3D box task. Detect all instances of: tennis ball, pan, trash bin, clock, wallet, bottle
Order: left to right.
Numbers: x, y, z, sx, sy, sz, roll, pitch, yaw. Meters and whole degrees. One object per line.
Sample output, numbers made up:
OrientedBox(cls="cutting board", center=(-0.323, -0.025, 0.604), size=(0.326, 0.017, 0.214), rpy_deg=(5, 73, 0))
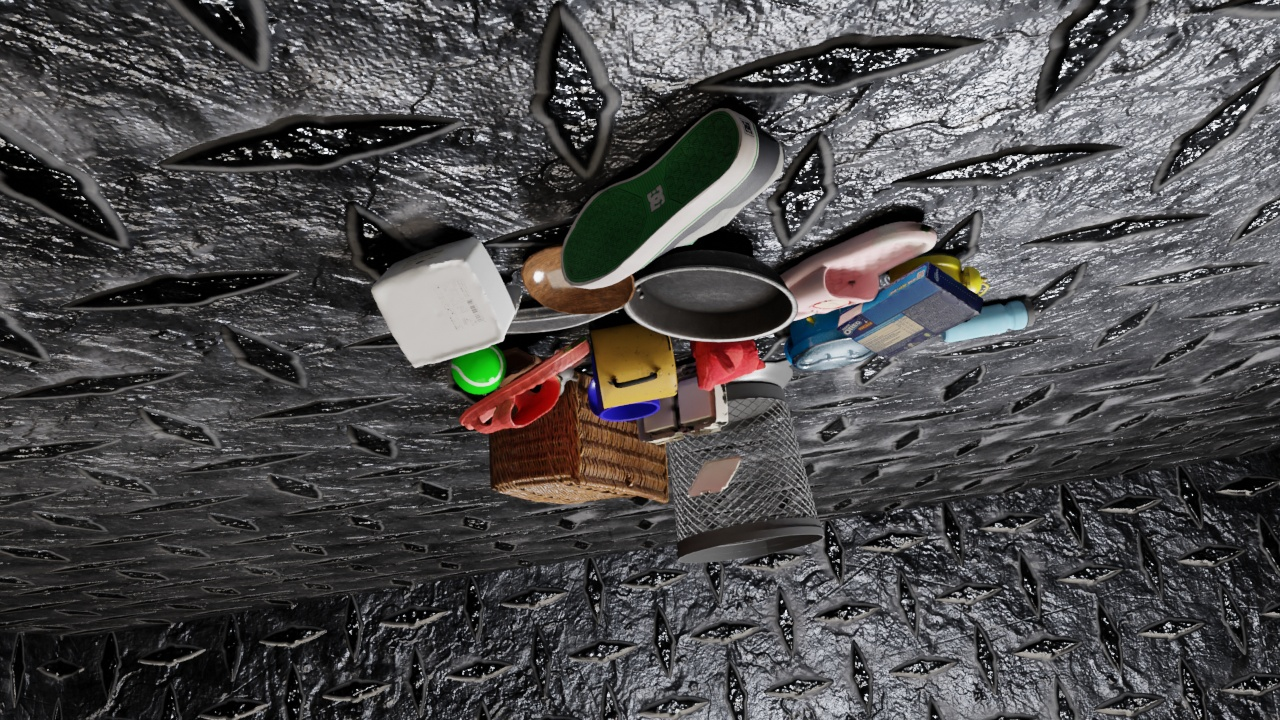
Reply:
OrientedBox(cls="tennis ball", center=(-0.192, 0.008, 1.094), size=(0.065, 0.065, 0.065), rpy_deg=(-8, 161, -3))
OrientedBox(cls="wallet", center=(-0.171, 0.012, 1.192), size=(0.087, 0.013, 0.121), rpy_deg=(-15, 162, 16))
OrientedBox(cls="pan", center=(-0.008, -0.061, 1.005), size=(0.357, 0.055, 0.187), rpy_deg=(0, 158, 12))
OrientedBox(cls="trash bin", center=(0.146, 0.172, 1.390), size=(0.218, 0.227, 0.218), rpy_deg=(-8, 161, -3))
OrientedBox(cls="pan", center=(0.186, 0.026, 1.379), size=(0.356, 0.024, 0.216), rpy_deg=(-25, 155, 38))
OrientedBox(cls="clock", center=(0.249, -0.026, 1.209), size=(0.117, 0.060, 0.162), rpy_deg=(-9, 162, -4))
OrientedBox(cls="clock", center=(0.349, -0.087, 1.078), size=(0.118, 0.057, 0.083), rpy_deg=(0, 159, -8))
OrientedBox(cls="bottle", center=(0.478, -0.055, 1.254), size=(0.130, 0.040, 0.040), rpy_deg=(-11, 161, 5))

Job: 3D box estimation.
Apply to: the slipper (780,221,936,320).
OrientedBox(cls="slipper", center=(0.231, -0.092, 1.018), size=(0.106, 0.055, 0.222), rpy_deg=(4, 156, -39))

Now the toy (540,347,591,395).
OrientedBox(cls="toy", center=(-0.100, 0.014, 1.192), size=(0.049, 0.030, 0.112), rpy_deg=(10, 147, -19))

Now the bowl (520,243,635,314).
OrientedBox(cls="bowl", center=(-0.061, -0.088, 0.919), size=(0.114, 0.026, 0.102), rpy_deg=(-2, 143, 14))

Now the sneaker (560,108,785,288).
OrientedBox(cls="sneaker", center=(0.024, -0.125, 0.794), size=(0.079, 0.084, 0.236), rpy_deg=(10, 150, -44))

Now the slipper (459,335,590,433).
OrientedBox(cls="slipper", center=(-0.139, 0.045, 1.131), size=(0.250, 0.059, 0.103), rpy_deg=(-31, -176, 45))

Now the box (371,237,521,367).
OrientedBox(cls="box", center=(-0.174, -0.066, 0.905), size=(0.109, 0.136, 0.121), rpy_deg=(-15, 118, 19))

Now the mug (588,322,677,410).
OrientedBox(cls="mug", center=(-0.006, 0.007, 1.101), size=(0.094, 0.100, 0.123), rpy_deg=(-10, -162, -2))

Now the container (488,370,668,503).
OrientedBox(cls="container", center=(-0.096, 0.132, 1.359), size=(0.184, 0.162, 0.249), rpy_deg=(-15, 160, 28))

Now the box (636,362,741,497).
OrientedBox(cls="box", center=(0.072, 0.104, 1.298), size=(0.144, 0.186, 0.070), rpy_deg=(-16, 162, 39))

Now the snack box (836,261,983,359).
OrientedBox(cls="snack box", center=(0.302, -0.053, 1.044), size=(0.082, 0.027, 0.151), rpy_deg=(31, 147, -17))

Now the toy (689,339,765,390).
OrientedBox(cls="toy", center=(0.113, -0.011, 1.151), size=(0.094, 0.088, 0.133), rpy_deg=(-9, -178, -1))

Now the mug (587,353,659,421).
OrientedBox(cls="mug", center=(-0.030, 0.034, 1.212), size=(0.079, 0.083, 0.111), rpy_deg=(9, 154, -41))
